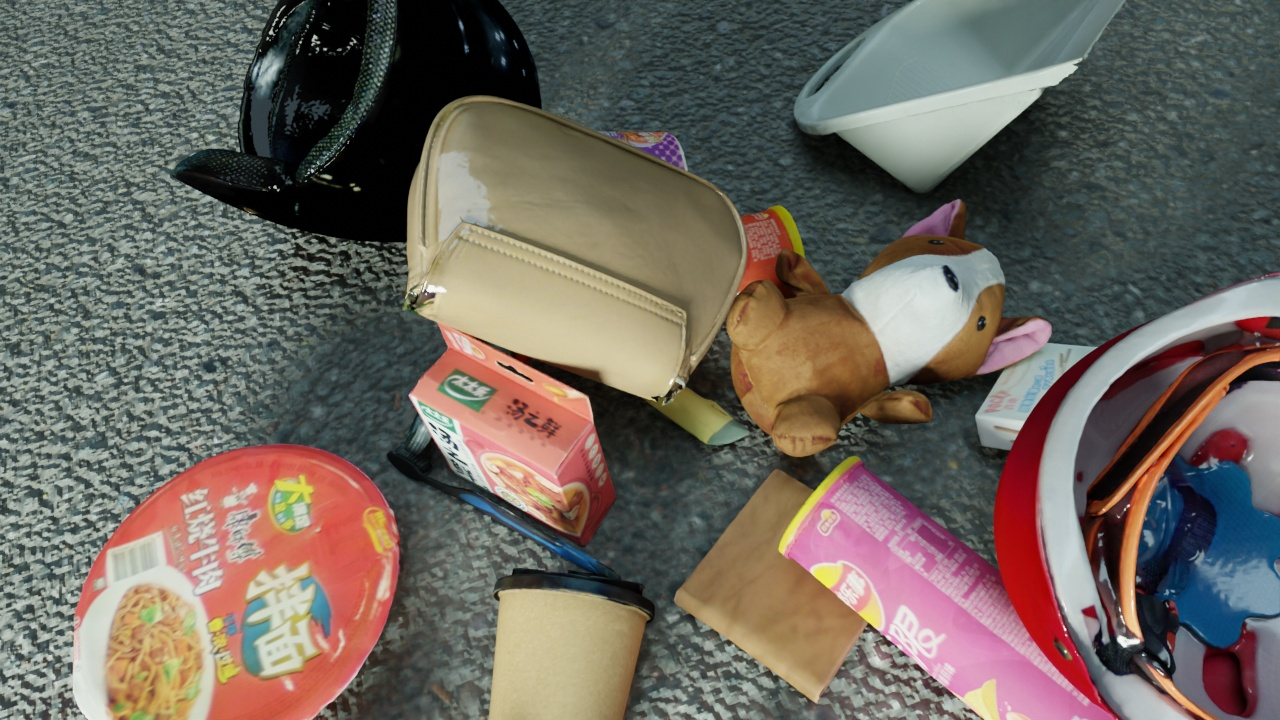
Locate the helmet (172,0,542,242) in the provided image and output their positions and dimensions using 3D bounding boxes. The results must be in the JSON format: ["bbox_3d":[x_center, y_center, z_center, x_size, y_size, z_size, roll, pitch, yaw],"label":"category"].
[{"bbox_3d":[-0.211,-0.204,0.701,0.275,0.230,0.233,24,94,54],"label":"helmet"}]

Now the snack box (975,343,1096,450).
[{"bbox_3d":[0.294,0.028,0.550,0.157,0.027,0.084,7,40,42],"label":"snack box"}]

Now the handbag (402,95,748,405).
[{"bbox_3d":[-0.043,-0.063,0.555,0.204,0.100,0.147,21,64,-14],"label":"handbag"}]

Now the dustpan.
[{"bbox_3d":[0.235,-0.248,0.695,0.142,0.258,0.222,39,66,2],"label":"dustpan"}]

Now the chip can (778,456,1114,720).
[{"bbox_3d":[0.177,0.144,0.494,0.210,0.071,0.071,39,68,22],"label":"chip can"}]

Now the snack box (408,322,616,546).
[{"bbox_3d":[-0.079,0.049,0.567,0.113,0.127,0.044,25,62,23],"label":"snack box"}]

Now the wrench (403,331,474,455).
[{"bbox_3d":[-0.120,-0.044,0.688,0.016,0.056,0.272,30,52,-17],"label":"wrench"}]

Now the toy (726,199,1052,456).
[{"bbox_3d":[0.154,-0.024,0.588,0.199,0.131,0.140,-20,78,-12],"label":"toy"}]

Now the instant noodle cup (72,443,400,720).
[{"bbox_3d":[-0.233,0.148,0.556,0.194,0.066,0.193,-3,56,4],"label":"instant noodle cup"}]

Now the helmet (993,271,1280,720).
[{"bbox_3d":[0.274,0.085,0.417,0.240,0.144,0.206,33,82,1],"label":"helmet"}]

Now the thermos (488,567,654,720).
[{"bbox_3d":[-0.044,0.181,0.501,0.093,0.093,0.143,4,65,9],"label":"thermos"}]

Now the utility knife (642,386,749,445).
[{"bbox_3d":[-0.004,0.004,0.654,0.030,0.020,0.196,-39,61,-23],"label":"utility knife"}]

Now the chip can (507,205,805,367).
[{"bbox_3d":[0.006,-0.053,0.650,0.216,0.073,0.073,-14,55,-8],"label":"chip can"}]

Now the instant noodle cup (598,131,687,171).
[{"bbox_3d":[-0.019,-0.126,0.697,0.099,0.112,0.111,-10,55,-11],"label":"instant noodle cup"}]

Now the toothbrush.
[{"bbox_3d":[-0.092,0.099,0.604,0.190,0.014,0.016,24,38,20],"label":"toothbrush"}]

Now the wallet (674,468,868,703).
[{"bbox_3d":[0.093,0.130,0.557,0.101,0.020,0.115,30,62,22],"label":"wallet"}]
